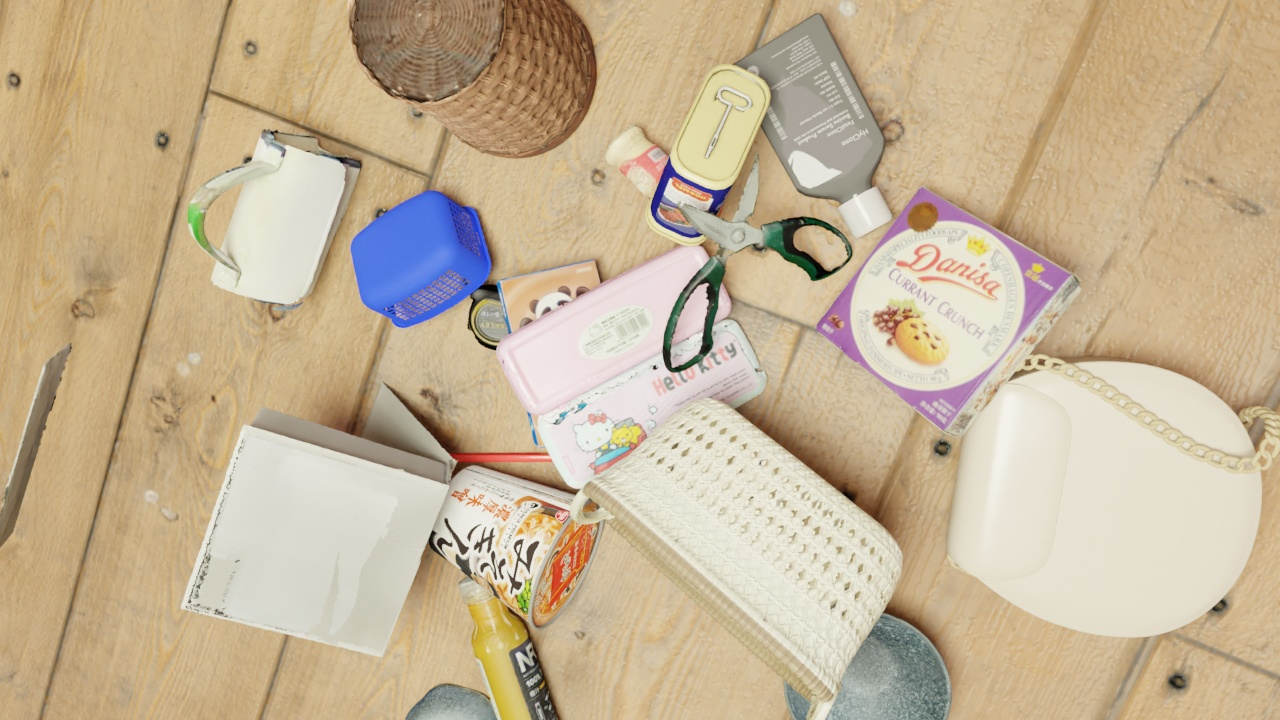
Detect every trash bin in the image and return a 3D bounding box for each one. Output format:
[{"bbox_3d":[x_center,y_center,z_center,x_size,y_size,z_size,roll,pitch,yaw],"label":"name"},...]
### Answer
[{"bbox_3d":[-0.133,-0.247,0.727,0.151,0.209,0.151,1,96,13],"label":"trash bin"}]

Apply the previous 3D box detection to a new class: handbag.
[{"bbox_3d":[0.356,0.103,0.714,0.209,0.103,0.211,8,96,15],"label":"handbag"},{"bbox_3d":[-0.322,-0.122,0.800,0.074,0.175,0.151,27,100,7],"label":"handbag"}]

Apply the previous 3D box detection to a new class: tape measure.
[{"bbox_3d":[-0.127,-0.039,0.838,0.061,0.034,0.061,7,91,-2],"label":"tape measure"}]

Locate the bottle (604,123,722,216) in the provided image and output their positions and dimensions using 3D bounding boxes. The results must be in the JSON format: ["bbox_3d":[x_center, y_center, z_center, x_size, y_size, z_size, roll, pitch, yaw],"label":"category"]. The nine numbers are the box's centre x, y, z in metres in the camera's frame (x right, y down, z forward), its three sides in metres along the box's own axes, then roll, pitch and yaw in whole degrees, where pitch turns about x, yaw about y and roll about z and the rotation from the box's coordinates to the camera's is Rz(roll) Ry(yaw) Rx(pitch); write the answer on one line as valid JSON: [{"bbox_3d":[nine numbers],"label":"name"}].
[{"bbox_3d":[0.020,-0.153,0.790,0.109,0.044,0.044,44,103,5],"label":"bottle"}]

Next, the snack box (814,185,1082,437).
[{"bbox_3d":[0.237,-0.040,0.723,0.143,0.040,0.148,44,105,36],"label":"snack box"}]

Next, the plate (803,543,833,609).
[{"bbox_3d":[0.122,0.206,0.807,0.104,0.026,0.104,3,106,9],"label":"plate"}]

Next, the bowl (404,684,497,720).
[{"bbox_3d":[-0.187,0.376,0.889,0.110,0.055,0.110,1,96,13],"label":"bowl"}]

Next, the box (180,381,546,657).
[{"bbox_3d":[-0.231,0.119,0.891,0.173,0.421,0.167,25,101,7],"label":"box"}]

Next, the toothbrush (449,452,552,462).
[{"bbox_3d":[-0.158,0.087,0.871,0.213,0.012,0.018,-2,96,13],"label":"toothbrush"}]

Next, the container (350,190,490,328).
[{"bbox_3d":[-0.200,-0.093,0.819,0.114,0.058,0.096,-27,64,17],"label":"container"}]

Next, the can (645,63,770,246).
[{"bbox_3d":[0.053,-0.163,0.726,0.056,0.092,0.116,25,69,-1],"label":"can"}]

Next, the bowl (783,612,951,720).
[{"bbox_3d":[0.194,0.271,0.791,0.137,0.057,0.137,1,97,12],"label":"bowl"}]

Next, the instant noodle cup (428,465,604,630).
[{"bbox_3d":[-0.115,0.157,0.822,0.122,0.123,0.124,22,100,18],"label":"instant noodle cup"}]

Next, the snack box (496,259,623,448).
[{"bbox_3d":[-0.067,-0.007,0.812,0.087,0.034,0.151,-14,95,-13],"label":"snack box"}]

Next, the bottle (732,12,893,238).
[{"bbox_3d":[0.152,-0.184,0.755,0.084,0.046,0.174,-28,90,14],"label":"bottle"}]

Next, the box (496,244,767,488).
[{"bbox_3d":[-0.005,0.005,0.783,0.201,0.038,0.152,-28,94,-5],"label":"box"}]

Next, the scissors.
[{"bbox_3d":[0.075,-0.063,0.733,0.203,0.201,0.015,-53,46,20],"label":"scissors"}]

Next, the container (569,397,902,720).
[{"bbox_3d":[0.081,0.147,0.716,0.246,0.185,0.142,38,78,17],"label":"container"}]

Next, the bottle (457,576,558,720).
[{"bbox_3d":[-0.123,0.290,0.866,0.053,0.053,0.186,-19,91,14],"label":"bottle"}]
